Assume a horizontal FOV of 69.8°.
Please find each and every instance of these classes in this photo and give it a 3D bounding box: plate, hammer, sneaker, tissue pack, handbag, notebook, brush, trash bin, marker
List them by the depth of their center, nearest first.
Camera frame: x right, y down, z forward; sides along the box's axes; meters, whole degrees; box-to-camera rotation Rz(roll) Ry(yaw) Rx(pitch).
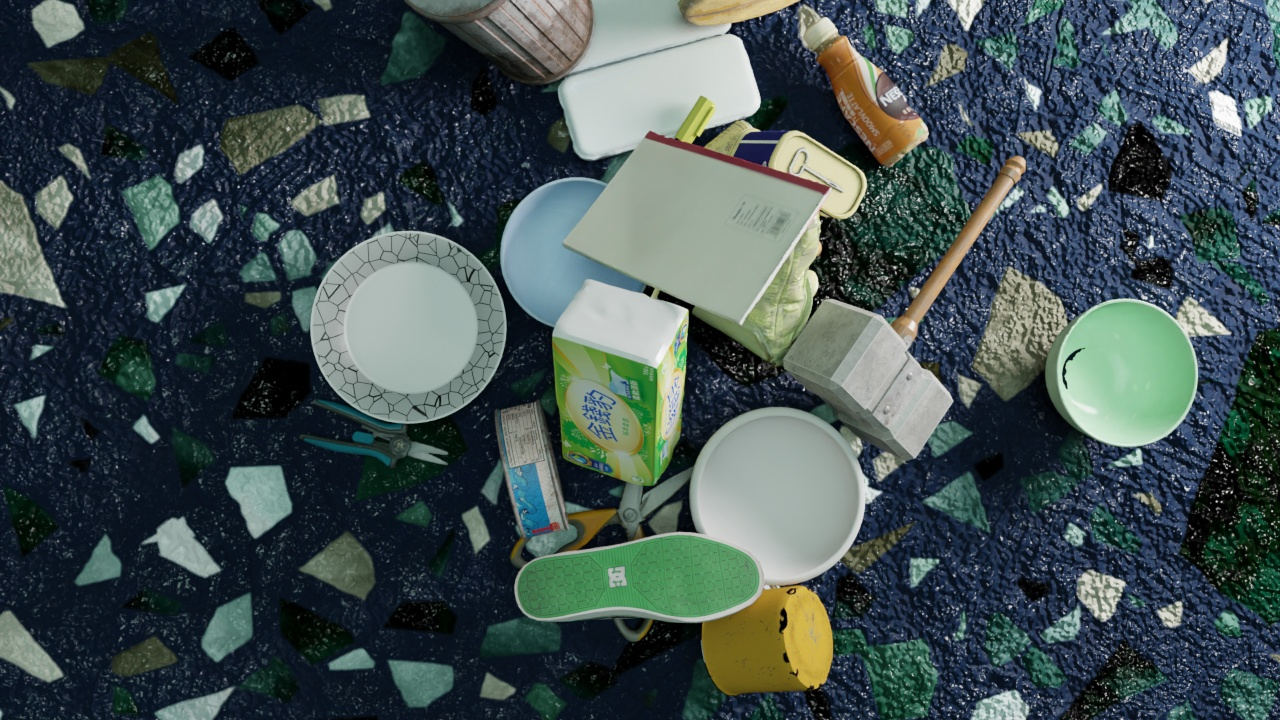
[{"bbox_3d":[0.047,-0.129,0.836,0.209,0.012,0.153,27,74,32],"label":"notebook"},{"bbox_3d":[-0.132,-0.348,0.851,0.131,0.211,0.131,0,89,15],"label":"trash bin"},{"bbox_3d":[-0.005,0.005,0.878,0.120,0.198,0.141,21,52,9],"label":"tissue pack"},{"bbox_3d":[0.001,0.214,0.896,0.235,0.079,0.084,-4,78,3],"label":"sneaker"},{"bbox_3d":[0.130,-0.092,0.901,0.116,0.187,0.113,-26,51,-39],"label":"handbag"},{"bbox_3d":[-0.228,-0.033,0.910,0.188,0.016,0.188,0,89,-5],"label":"plate"},{"bbox_3d":[0.293,-0.075,0.915,0.162,0.083,0.317,39,84,-37],"label":"hammer"},{"bbox_3d":[0.121,-0.391,0.950,0.195,0.059,0.043,-24,74,-20],"label":"brush"},{"bbox_3d":[0.038,-0.216,0.954,0.021,0.017,0.124,38,102,25],"label":"marker"}]

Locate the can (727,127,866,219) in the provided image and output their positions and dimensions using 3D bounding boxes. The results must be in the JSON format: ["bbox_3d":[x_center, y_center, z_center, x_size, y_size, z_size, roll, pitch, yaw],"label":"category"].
[{"bbox_3d":[0.157,-0.187,0.921,0.116,0.092,0.056,25,93,-24],"label":"can"}]

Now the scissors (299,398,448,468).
[{"bbox_3d":[-0.274,0.082,0.932,0.143,0.019,0.126,-25,84,-11],"label":"scissors"}]

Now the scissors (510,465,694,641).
[{"bbox_3d":[-0.016,0.184,0.949,0.225,0.016,0.216,-30,90,-5],"label":"scissors"}]

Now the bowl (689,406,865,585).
[{"bbox_3d":[0.134,0.136,0.937,0.176,0.066,0.176,0,87,-4],"label":"bowl"}]

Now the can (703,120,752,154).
[{"bbox_3d":[0.085,-0.214,0.962,0.079,0.038,0.038,-39,91,-5],"label":"can"}]

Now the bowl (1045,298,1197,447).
[{"bbox_3d":[0.490,0.014,0.963,0.151,0.077,0.151,0,87,-5],"label":"bowl"}]

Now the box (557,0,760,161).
[{"bbox_3d":[0.007,-0.321,0.967,0.208,0.037,0.189,-15,92,-5],"label":"box"}]

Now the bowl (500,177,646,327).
[{"bbox_3d":[-0.064,-0.103,0.929,0.150,0.075,0.150,0,88,-4],"label":"bowl"}]

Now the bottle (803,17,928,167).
[{"bbox_3d":[0.232,-0.285,0.966,0.059,0.059,0.167,-37,90,-5],"label":"bottle"}]

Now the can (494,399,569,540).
[{"bbox_3d":[-0.105,0.105,0.889,0.044,0.130,0.130,-13,88,-5],"label":"can"}]

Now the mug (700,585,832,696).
[{"bbox_3d":[0.133,0.275,0.904,0.094,0.123,0.100,-17,66,36],"label":"mug"}]
